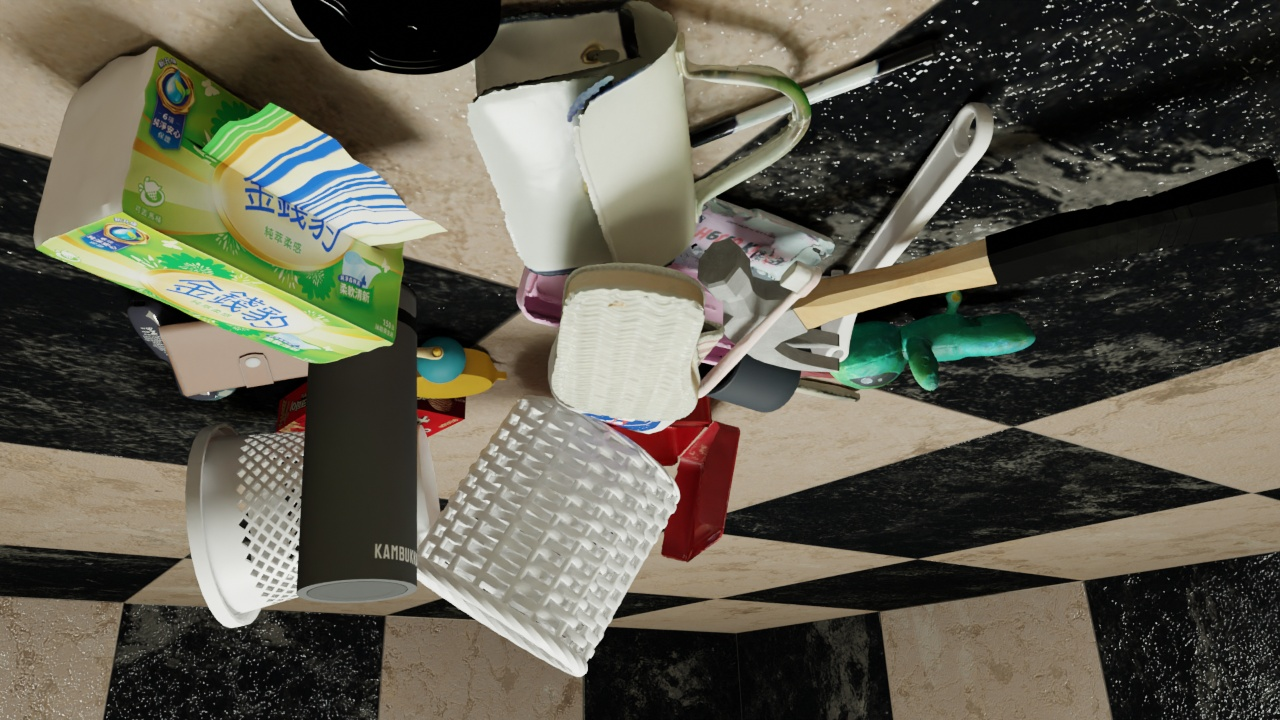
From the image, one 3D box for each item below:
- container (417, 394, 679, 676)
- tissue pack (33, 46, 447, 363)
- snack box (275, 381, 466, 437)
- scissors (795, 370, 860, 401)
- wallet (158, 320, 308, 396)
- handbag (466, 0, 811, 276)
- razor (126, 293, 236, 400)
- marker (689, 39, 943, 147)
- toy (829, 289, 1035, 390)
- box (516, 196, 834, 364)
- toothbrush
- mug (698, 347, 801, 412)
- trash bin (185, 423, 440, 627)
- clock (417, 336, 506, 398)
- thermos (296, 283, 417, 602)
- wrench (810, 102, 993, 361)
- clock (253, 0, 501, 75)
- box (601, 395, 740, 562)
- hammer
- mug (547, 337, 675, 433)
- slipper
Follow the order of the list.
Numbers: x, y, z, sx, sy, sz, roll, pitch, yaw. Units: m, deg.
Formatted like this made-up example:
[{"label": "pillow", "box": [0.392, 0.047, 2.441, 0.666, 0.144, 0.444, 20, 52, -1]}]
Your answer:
[{"label": "container", "box": [-0.087, 0.159, 0.848, 0.189, 0.186, 0.189, 28, 159, 12]}, {"label": "tissue pack", "box": [-0.205, -0.085, 0.525, 0.142, 0.120, 0.197, -12, 162, 27]}, {"label": "snack box", "box": [-0.277, 0.051, 0.943, 0.132, 0.035, 0.152, 17, 151, -38]}, {"label": "scissors", "box": [0.166, 0.018, 0.924, 0.185, 0.015, 0.179, -12, 155, 27]}, {"label": "wallet", "box": [-0.325, -0.008, 0.765, 0.120, 0.013, 0.088, -10, 143, -17]}, {"label": "handbag", "box": [0.006, -0.114, 0.494, 0.176, 0.074, 0.151, -9, 149, 2]}, {"label": "razor", "box": [-0.388, -0.011, 0.774, 0.047, 0.052, 0.143, 1, 153, 2]}, {"label": "marker", "box": [0.094, -0.148, 0.517, 0.152, 0.011, 0.011, -15, 155, 29]}, {"label": "toy", "box": [0.226, -0.017, 0.777, 0.194, 0.072, 0.130, -9, -168, 17]}, {"label": "box", "box": [0.023, -0.070, 0.666, 0.201, 0.066, 0.154, 13, 126, -32]}, {"label": "toothbrush", "box": [0.071, -0.015, 0.625, 0.018, 0.015, 0.182, 21, 148, -10]}, {"label": "mug", "box": [0.079, 0.001, 0.822, 0.077, 0.071, 0.105, 17, 178, -39]}, {"label": "trash bin", "box": [-0.307, 0.145, 0.904, 0.199, 0.195, 0.196, -9, 159, -8]}, {"label": "clock", "box": [-0.189, 0.010, 0.846, 0.099, 0.043, 0.129, -16, 161, 31]}, {"label": "thermos", "box": [-0.211, 0.054, 0.696, 0.082, 0.240, 0.082, -5, 156, -2]}, {"label": "wrench", "box": [0.171, -0.079, 0.638, 0.018, 0.066, 0.274, 3, 153, -10]}, {"label": "clock", "box": [-0.118, -0.170, 0.405, 0.121, 0.042, 0.091, -9, 157, 17]}, {"label": "box", "box": [0.008, 0.106, 0.981, 0.170, 0.156, 0.157, 20, 154, -3]}, {"label": "hammer", "box": [0.205, -0.059, 0.578, 0.329, 0.039, 0.131, -13, 143, 29]}, {"label": "mug", "box": [-0.005, 0.005, 0.779, 0.122, 0.091, 0.090, -20, 152, 36]}, {"label": "slipper", "box": [-0.002, -0.012, 0.603, 0.115, 0.052, 0.263, 4, 162, 0]}]
